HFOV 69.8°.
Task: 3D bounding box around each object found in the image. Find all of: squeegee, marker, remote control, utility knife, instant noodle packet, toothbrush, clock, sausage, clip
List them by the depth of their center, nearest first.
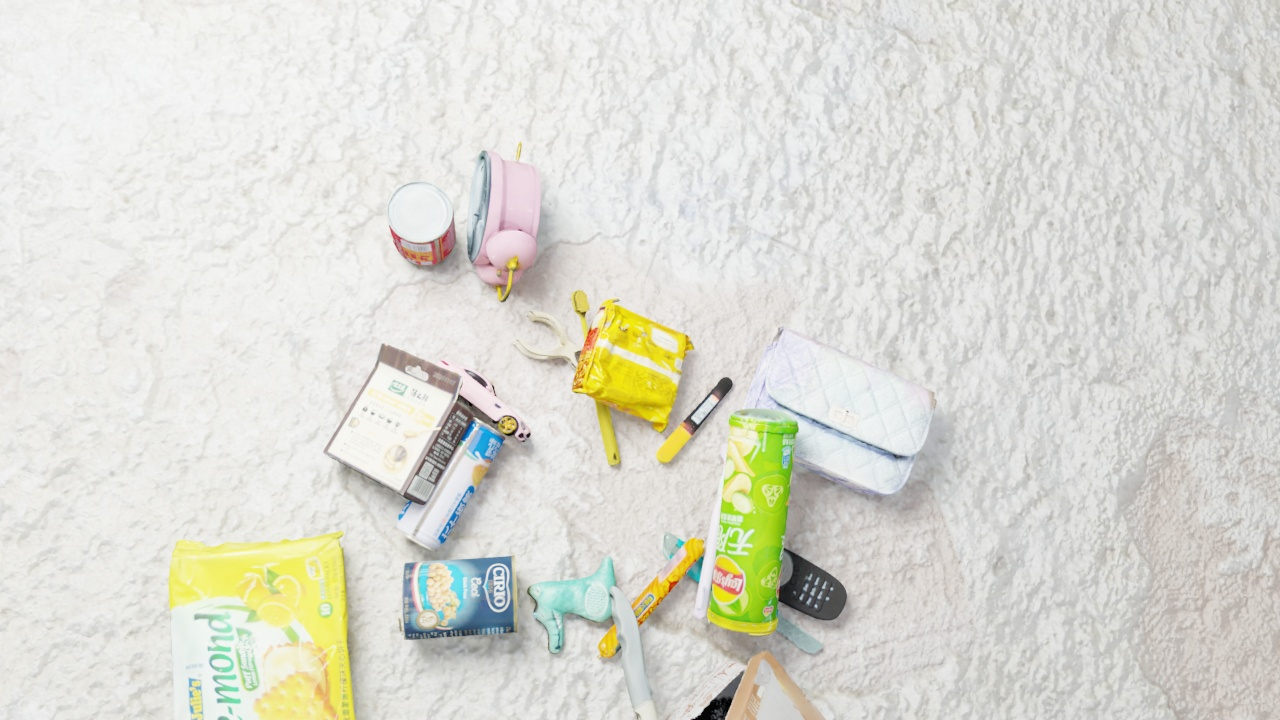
[{"bbox_3d":[-0.003,0.335,0.870,0.039,0.247,0.246,4,57,-17],"label":"squeegee"},{"bbox_3d":[0.012,0.245,0.949,0.021,0.021,0.165,42,82,1],"label":"sausage"},{"bbox_3d":[-0.143,-0.139,0.959,0.059,0.117,0.158,5,76,-20],"label":"clock"},{"bbox_3d":[-0.006,0.006,0.968,0.128,0.044,0.110,26,76,-35],"label":"instant noodle packet"},{"bbox_3d":[-0.046,0.018,0.971,0.015,0.017,0.190,-13,94,-20],"label":"toothbrush"},{"bbox_3d":[0.081,0.179,0.972,0.029,0.021,0.189,3,70,30],"label":"toothbrush"},{"bbox_3d":[0.107,0.249,0.974,0.207,0.013,0.029,34,77,-1],"label":"utility knife"},{"bbox_3d":[0.155,0.231,0.980,0.136,0.024,0.053,29,79,-1],"label":"remote control"},{"bbox_3d":[-0.082,-0.027,0.987,0.104,0.035,0.083,10,78,-12],"label":"clip"},{"bbox_3d":[0.060,0.064,1.003,0.018,0.015,0.123,43,73,-1],"label":"marker"}]

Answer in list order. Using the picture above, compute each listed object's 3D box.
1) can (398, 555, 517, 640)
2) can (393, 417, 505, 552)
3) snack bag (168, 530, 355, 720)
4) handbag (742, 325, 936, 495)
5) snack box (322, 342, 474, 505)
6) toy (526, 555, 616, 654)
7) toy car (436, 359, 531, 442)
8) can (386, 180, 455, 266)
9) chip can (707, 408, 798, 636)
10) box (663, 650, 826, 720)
[{"bbox_3d":[-0.177,0.232,0.899,0.111,0.075,0.075,-2,79,-9],"label":"can"},{"bbox_3d":[-0.193,0.123,0.929,0.053,0.053,0.134,30,76,-3],"label":"can"},{"bbox_3d":[-0.350,0.284,0.864,0.158,0.068,0.246,-5,80,-11],"label":"snack bag"},{"bbox_3d":[0.214,0.059,0.997,0.194,0.076,0.134,23,78,-5],"label":"handbag"},{"bbox_3d":[-0.236,0.062,0.910,0.113,0.053,0.125,21,74,27],"label":"snack box"},{"bbox_3d":[-0.070,0.250,0.939,0.092,0.030,0.096,-1,87,-5],"label":"toy"},{"bbox_3d":[-0.161,0.040,0.950,0.122,0.056,0.037,38,82,-1],"label":"toy car"},{"bbox_3d":[-0.226,-0.139,0.953,0.066,0.094,0.066,2,78,-9],"label":"can"},{"bbox_3d":[0.114,0.159,0.925,0.072,0.072,0.221,5,92,-8],"label":"chip can"},{"bbox_3d":[0.129,0.390,0.865,0.152,0.178,0.182,-41,87,-13],"label":"box"}]
